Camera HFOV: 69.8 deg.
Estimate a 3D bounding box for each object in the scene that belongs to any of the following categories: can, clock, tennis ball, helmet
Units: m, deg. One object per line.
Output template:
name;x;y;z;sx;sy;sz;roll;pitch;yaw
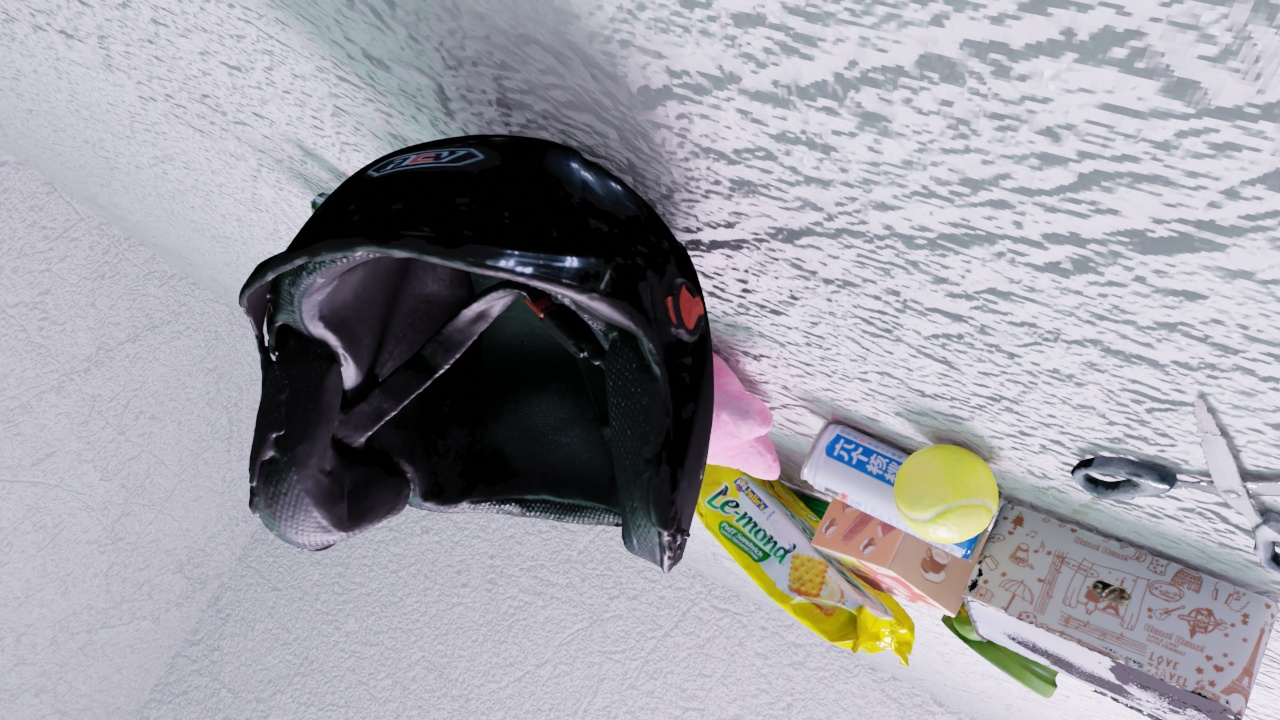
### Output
can;0.189;0.094;0.675;0.135;0.053;0.053;25;166;20
clock;0.340;0.254;0.881;0.161;0.056;0.116;33;-177;-1
tennis ball;0.200;0.087;0.604;0.065;0.065;0.065;28;166;7
helmet;-0.076;-0.009;0.496;0.234;0.229;0.275;-1;143;13

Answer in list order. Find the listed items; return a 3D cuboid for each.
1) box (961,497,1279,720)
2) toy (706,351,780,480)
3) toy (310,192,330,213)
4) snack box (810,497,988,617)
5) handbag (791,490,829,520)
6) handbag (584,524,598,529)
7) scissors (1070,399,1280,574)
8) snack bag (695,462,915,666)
box;0.356;0.210;0.692;0.178;0.088;0.262;21;162;34
toy;0.033;0.030;0.721;0.178;0.074;0.195;33;169;19
toy;-0.147;-0.027;0.838;0.356;0.091;0.138;37;155;-9
snack box;0.217;0.151;0.770;0.092;0.077;0.094;37;165;-27
handbag;0.188;0.194;1.025;0.131;0.068;0.120;15;167;44
handbag;-0.070;0.025;0.690;0.194;0.076;0.134;47;-169;0
scissors;0.295;0.067;0.450;0.159;0.014;0.177;32;166;-8
snack bag;0.149;0.189;0.876;0.246;0.068;0.158;46;-171;38
